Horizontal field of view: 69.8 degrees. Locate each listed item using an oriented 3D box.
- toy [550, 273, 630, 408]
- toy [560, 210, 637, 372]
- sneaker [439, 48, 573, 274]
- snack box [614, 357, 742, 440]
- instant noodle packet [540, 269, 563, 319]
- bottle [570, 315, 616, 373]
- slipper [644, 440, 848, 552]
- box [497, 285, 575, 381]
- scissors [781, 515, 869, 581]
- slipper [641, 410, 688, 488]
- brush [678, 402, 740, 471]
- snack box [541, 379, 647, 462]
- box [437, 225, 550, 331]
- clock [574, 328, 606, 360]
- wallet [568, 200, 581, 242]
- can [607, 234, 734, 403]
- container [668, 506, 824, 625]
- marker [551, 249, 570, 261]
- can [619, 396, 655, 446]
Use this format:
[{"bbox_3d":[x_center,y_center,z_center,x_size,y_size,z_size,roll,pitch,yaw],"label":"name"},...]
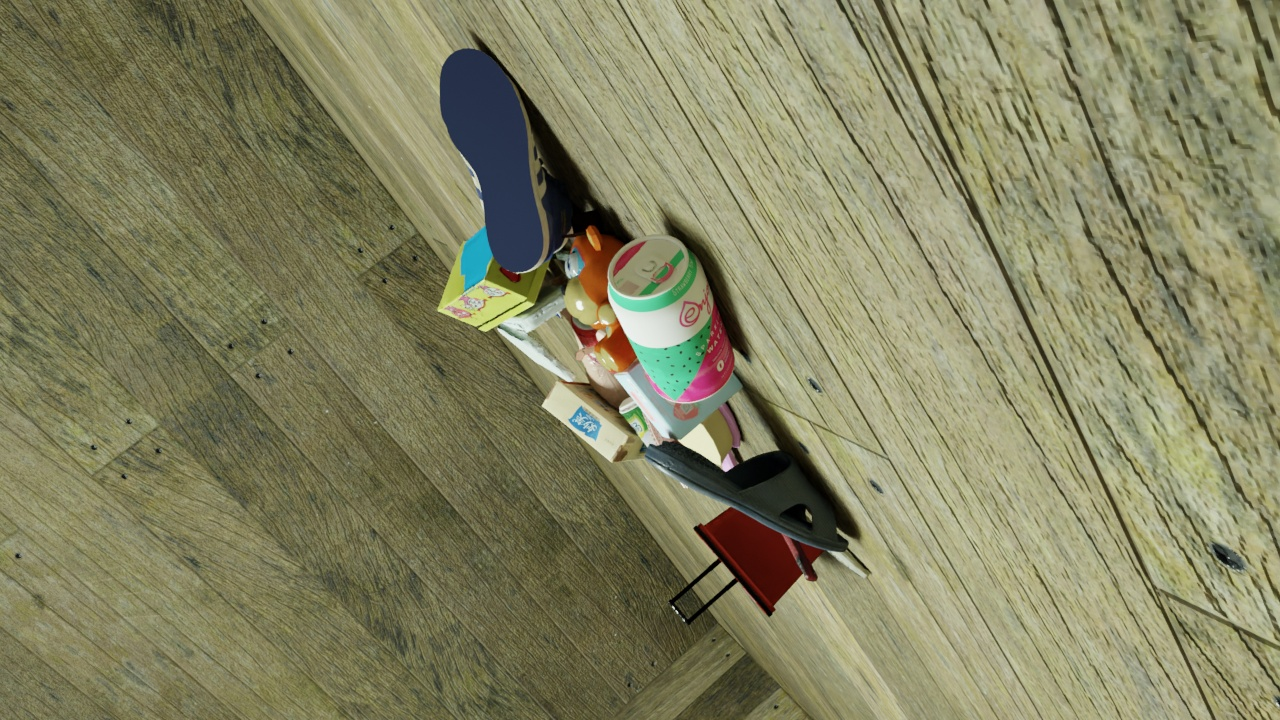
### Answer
[{"bbox_3d":[-0.086,-0.032,1.460,0.264,0.065,0.196,61,168,-30],"label":"toy"},{"bbox_3d":[-0.037,-0.075,0.994,0.112,0.096,0.176,174,91,-81],"label":"toy"},{"bbox_3d":[-0.132,-0.215,0.996,0.118,0.091,0.233,-35,-72,-70],"label":"sneaker"},{"bbox_3d":[0.040,0.022,1.004,0.093,0.094,0.079,51,170,-6],"label":"snack box"},{"bbox_3d":[-0.162,-0.132,1.433,0.134,0.026,0.087,48,-160,-41],"label":"instant noodle packet"},{"bbox_3d":[-0.054,-0.029,1.331,0.062,0.062,0.137,44,169,34],"label":"bottle"},{"bbox_3d":[0.131,0.131,0.998,0.263,0.082,0.101,27,179,-19],"label":"slipper"},{"bbox_3d":[-0.133,-0.056,1.302,0.130,0.105,0.211,46,172,-22],"label":"box"},{"bbox_3d":[0.193,0.204,1.099,0.179,0.015,0.196,28,-157,-3],"label":"scissors"},{"bbox_3d":[0.042,0.078,1.295,0.094,0.064,0.239,59,-175,-48],"label":"slipper"},{"bbox_3d":[0.089,0.104,1.184,0.089,0.043,0.229,28,159,34],"label":"brush"},{"bbox_3d":[-0.051,0.100,1.515,0.153,0.055,0.207,37,-170,19],"label":"snack box"},{"bbox_3d":[-0.194,-0.122,1.250,0.082,0.124,0.221,23,161,-24],"label":"box"},{"bbox_3d":[-0.007,0.007,1.216,0.160,0.086,0.131,36,163,35],"label":"clock"},{"bbox_3d":[-0.085,-0.167,1.113,0.091,0.018,0.116,48,173,12],"label":"wallet"},{"bbox_3d":[0.030,-0.036,0.862,0.088,0.088,0.166,43,167,38],"label":"can"},{"bbox_3d":[0.124,0.271,1.201,0.148,0.200,0.127,49,176,10],"label":"container"},{"bbox_3d":[-0.098,-0.141,1.246,0.017,0.017,0.146,54,169,-20],"label":"marker"},{"bbox_3d":[0.027,0.102,1.418,0.121,0.067,0.067,53,170,-13],"label":"can"}]
